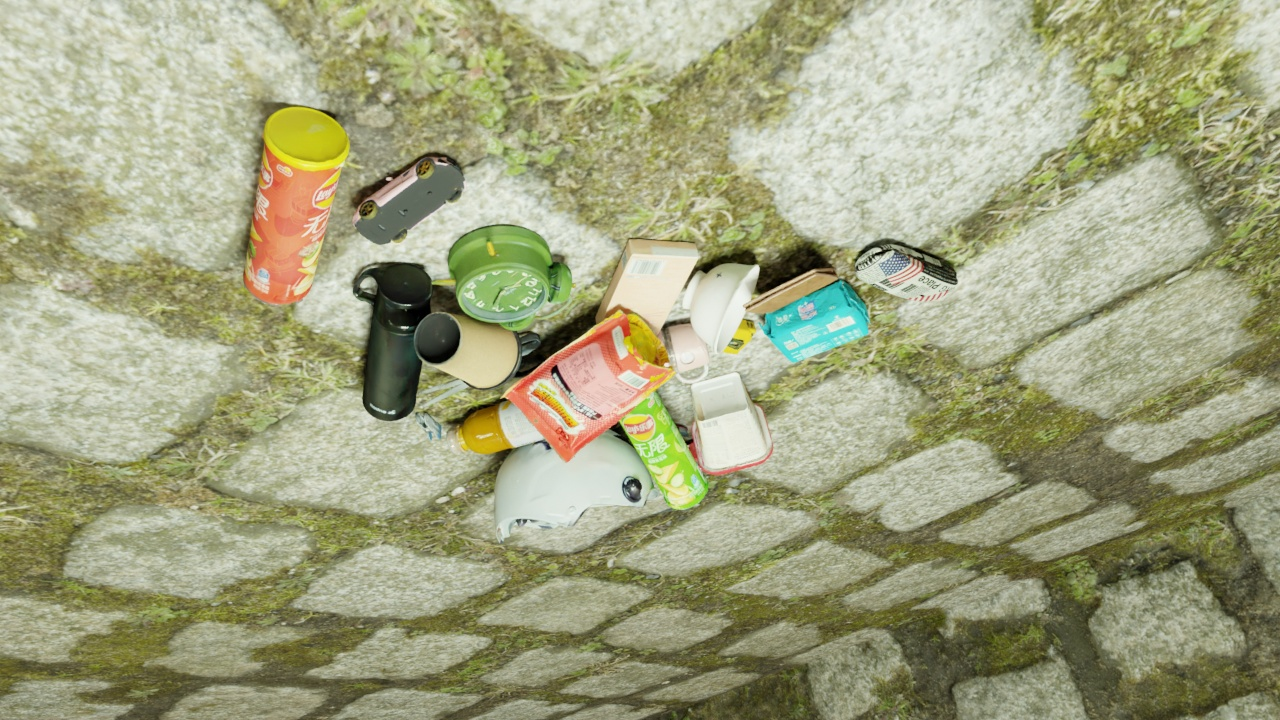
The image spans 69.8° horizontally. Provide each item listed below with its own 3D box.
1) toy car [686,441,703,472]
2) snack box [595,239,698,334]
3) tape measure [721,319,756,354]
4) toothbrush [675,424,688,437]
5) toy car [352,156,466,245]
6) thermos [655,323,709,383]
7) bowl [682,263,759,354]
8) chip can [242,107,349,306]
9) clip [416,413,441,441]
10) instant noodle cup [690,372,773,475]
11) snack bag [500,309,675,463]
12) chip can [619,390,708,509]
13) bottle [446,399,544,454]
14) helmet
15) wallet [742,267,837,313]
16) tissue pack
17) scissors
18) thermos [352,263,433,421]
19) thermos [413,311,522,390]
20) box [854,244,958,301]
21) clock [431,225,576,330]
[{"bbox_3d":[0.091,0.159,1.514,0.121,0.052,0.045,-33,141,27],"label":"toy car"},{"bbox_3d":[0.005,-0.086,1.116,0.084,0.026,0.158,1,147,-20],"label":"snack box"},{"bbox_3d":[0.123,-0.031,1.241,0.057,0.028,0.060,8,143,-27],"label":"tape measure"},{"bbox_3d":[0.014,0.091,1.412,0.016,0.017,0.187,-33,143,30],"label":"toothbrush"},{"bbox_3d":[-0.231,-0.161,0.916,0.122,0.037,0.056,-32,147,10],"label":"toy car"},{"bbox_3d":[-0.007,0.007,1.217,0.198,0.067,0.087,-13,122,3],"label":"thermos"},{"bbox_3d":[0.090,-0.074,1.114,0.065,0.118,0.118,25,151,14],"label":"bowl"},{"bbox_3d":[-0.336,-0.142,0.881,0.073,0.073,0.217,6,146,-26],"label":"chip can"},{"bbox_3d":[-0.302,0.093,1.312,0.038,0.026,0.058,-9,146,12],"label":"clip"},{"bbox_3d":[0.129,0.091,1.370,0.117,0.116,0.124,-15,137,6],"label":"instant noodle cup"},{"bbox_3d":[-0.065,0.032,1.156,0.208,0.073,0.128,-37,105,25],"label":"snack bag"},{"bbox_3d":[0.028,0.121,1.329,0.073,0.072,0.221,-21,120,15],"label":"chip can"},{"bbox_3d":[-0.182,0.090,1.301,0.190,0.068,0.068,-17,148,9],"label":"bottle"},{"bbox_3d":[-0.104,0.171,1.373,0.258,0.146,0.230,-9,171,-39],"label":"helmet"},{"bbox_3d":[0.186,-0.087,1.137,0.101,0.020,0.115,-28,173,25],"label":"wallet"},{"bbox_3d":[0.233,-0.049,1.225,0.134,0.050,0.093,-23,148,19],"label":"tissue pack"},{"bbox_3d":[-0.199,0.013,1.189,0.164,0.014,0.163,5,137,-44],"label":"scissors"},{"bbox_3d":[-0.302,-0.022,1.099,0.090,0.068,0.243,26,140,0],"label":"thermos"},{"bbox_3d":[-0.203,-0.015,1.075,0.093,0.093,0.143,-20,168,15],"label":"thermos"},{"bbox_3d":[0.341,-0.113,1.174,0.164,0.051,0.069,14,130,-37],"label":"box"},{"bbox_3d":[-0.145,-0.087,1.040,0.116,0.056,0.161,-30,144,29],"label":"clock"}]
